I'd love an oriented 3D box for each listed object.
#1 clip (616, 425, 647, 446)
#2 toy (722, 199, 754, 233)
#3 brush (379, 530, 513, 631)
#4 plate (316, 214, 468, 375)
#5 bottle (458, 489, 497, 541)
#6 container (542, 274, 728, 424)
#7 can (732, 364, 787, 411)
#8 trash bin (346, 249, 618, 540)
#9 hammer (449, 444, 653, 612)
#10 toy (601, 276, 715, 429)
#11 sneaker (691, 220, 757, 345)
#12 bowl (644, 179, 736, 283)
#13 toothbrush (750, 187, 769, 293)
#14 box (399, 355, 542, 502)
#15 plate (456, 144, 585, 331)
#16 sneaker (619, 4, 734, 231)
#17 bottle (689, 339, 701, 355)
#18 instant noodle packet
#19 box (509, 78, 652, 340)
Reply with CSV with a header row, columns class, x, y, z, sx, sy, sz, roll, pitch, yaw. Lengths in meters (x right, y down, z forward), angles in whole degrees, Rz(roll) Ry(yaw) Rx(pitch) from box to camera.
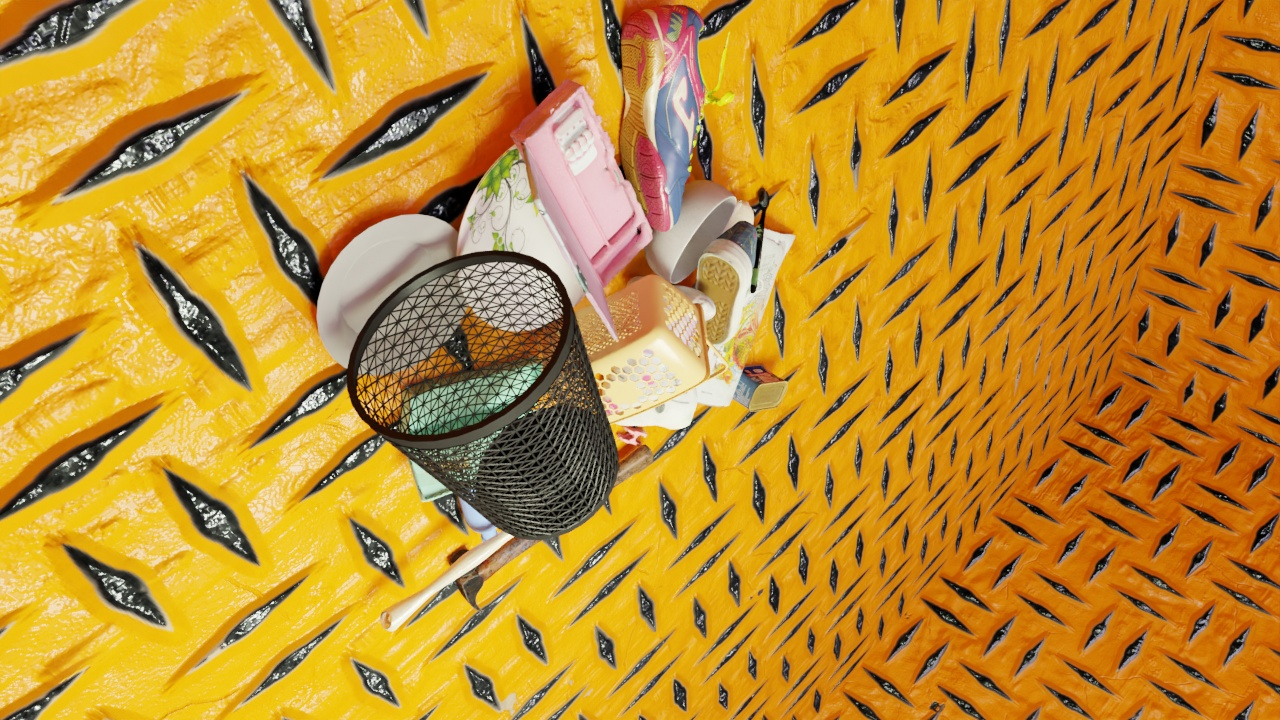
class,x,y,z,sx,sy,sz,roll,pitch,yaw
clip,-0.008,0.102,1.319,0.041,0.023,0.059,-58,150,-2
toy,0.118,-0.177,1.218,0.087,0.050,0.112,-46,145,-19
brush,-0.196,0.231,1.099,0.272,0.062,0.077,-38,136,-8
plate,-0.243,-0.066,0.908,0.172,0.019,0.173,-30,137,-32
bottle,-0.196,0.185,1.138,0.048,0.048,0.131,-34,139,-29
container,-0.006,0.006,1.088,0.184,0.129,0.167,-23,137,21
can,0.185,0.044,1.467,0.099,0.059,0.054,-5,121,-48
trash bin,-0.133,0.053,0.920,0.216,0.217,0.243,-44,142,-16
hammer,-0.112,0.221,1.273,0.329,0.033,0.120,-33,143,-25
toy,0.019,-0.006,1.190,0.085,0.138,0.210,-59,164,-64
sneaker,0.110,-0.097,1.196,0.079,0.087,0.236,-53,171,-23
bowl,0.052,-0.165,1.125,0.131,0.064,0.132,-49,168,-15
toothbrush,0.157,-0.162,1.222,0.017,0.014,0.187,51,39,-42
box,-0.187,0.075,1.060,0.186,0.056,0.138,-14,110,-43
plate,-0.111,-0.142,0.991,0.228,0.030,0.230,-30,137,-34
sneaker,0.040,-0.260,1.002,0.091,0.116,0.242,-20,126,-27
bottle,0.040,0.012,1.287,0.109,0.043,0.043,-49,144,-12
instant noodle packet,0.153,-0.062,1.344,0.146,0.057,0.269,-8,124,-62
box,-0.065,-0.150,0.954,0.233,0.075,0.172,62,37,-51
